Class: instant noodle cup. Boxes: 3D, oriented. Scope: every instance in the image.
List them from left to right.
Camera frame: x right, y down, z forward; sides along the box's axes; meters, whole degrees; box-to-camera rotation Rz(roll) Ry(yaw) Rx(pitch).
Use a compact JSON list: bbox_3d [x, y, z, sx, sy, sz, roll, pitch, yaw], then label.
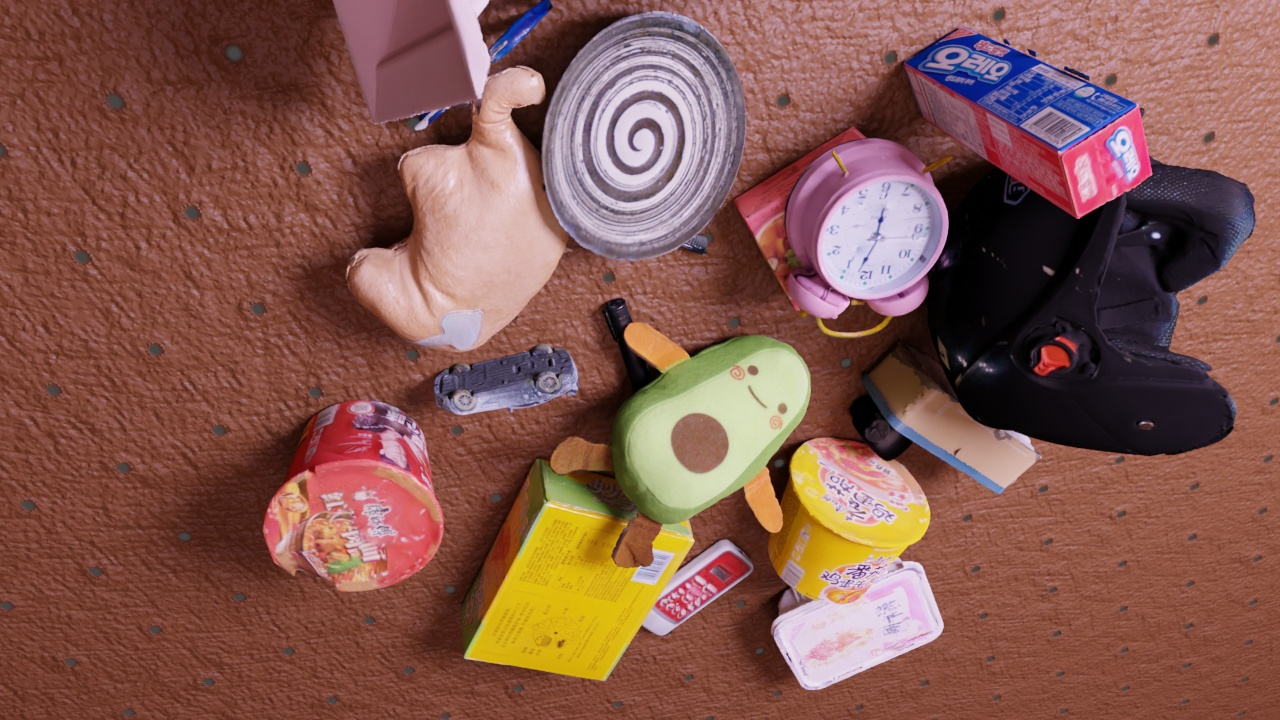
[{"bbox_3d":[-0.233,0.105,0.766,0.138,0.108,0.138,-6,123,-9],"label":"instant noodle cup"},{"bbox_3d":[0.192,0.160,0.888,0.138,0.137,0.110,5,129,-16],"label":"instant noodle cup"},{"bbox_3d":[0.231,0.277,1.009,0.173,0.060,0.138,-26,124,4],"label":"instant noodle cup"}]

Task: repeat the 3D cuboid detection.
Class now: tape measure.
[{"bbox_3d":[0.231,0.064,0.873,0.039,0.057,0.058,-42,113,14],"label":"tape measure"}]

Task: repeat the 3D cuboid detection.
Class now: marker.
[{"bbox_3d":[-0.005,0.005,0.804,0.022,0.020,0.132,-34,127,-21],"label":"marker"}]

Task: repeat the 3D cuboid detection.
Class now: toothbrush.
[{"bbox_3d":[-0.023,-0.125,0.721,0.189,0.014,0.017,23,107,-24],"label":"toothbrush"}]

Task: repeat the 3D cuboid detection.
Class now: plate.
[{"bbox_3d":[0.002,-0.162,0.673,0.179,0.024,0.180,-17,123,-28],"label":"plate"}]

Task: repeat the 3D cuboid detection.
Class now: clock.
[{"bbox_3d":[0.172,-0.087,0.705,0.117,0.059,0.159,-2,124,-9],"label":"clock"}]

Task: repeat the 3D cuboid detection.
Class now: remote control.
[{"bbox_3d":[0.054,0.242,0.972,0.136,0.020,0.056,-39,123,13],"label":"remote control"}]

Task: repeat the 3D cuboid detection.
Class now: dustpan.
[{"bbox_3d":[-0.160,-0.268,0.473,0.138,0.223,0.273,8,94,-30],"label":"dustpan"}]

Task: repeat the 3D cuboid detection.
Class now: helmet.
[{"bbox_3d":[0.338,-0.055,0.714,0.231,0.232,0.275,-2,135,37],"label":"helmet"}]

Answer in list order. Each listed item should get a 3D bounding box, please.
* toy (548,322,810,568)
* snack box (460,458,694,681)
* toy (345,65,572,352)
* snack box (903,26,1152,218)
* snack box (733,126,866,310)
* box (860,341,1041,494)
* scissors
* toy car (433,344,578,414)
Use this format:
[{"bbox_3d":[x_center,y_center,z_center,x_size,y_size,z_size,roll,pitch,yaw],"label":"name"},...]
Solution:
[{"bbox_3d":[0.050,0.064,0.792,0.246,0.090,0.227,-38,105,-10],"label":"toy"},{"bbox_3d":[-0.066,0.209,0.893,0.157,0.070,0.210,17,117,-22],"label":"snack box"},{"bbox_3d":[-0.115,-0.105,0.674,0.143,0.082,0.226,18,115,-37],"label":"toy"},{"bbox_3d":[0.258,-0.173,0.636,0.057,0.207,0.058,-32,125,6],"label":"snack box"},{"bbox_3d":[0.156,-0.106,0.754,0.113,0.044,0.127,-31,124,8],"label":"snack box"},{"bbox_3d":[0.288,0.052,0.860,0.184,0.089,0.059,28,114,-24],"label":"box"},{"bbox_3d":[-0.106,-0.187,0.593,0.012,0.175,0.163,47,145,-20],"label":"scissors"},{"bbox_3d":[-0.112,0.020,0.771,0.120,0.054,0.037,-10,122,-6],"label":"toy car"}]
